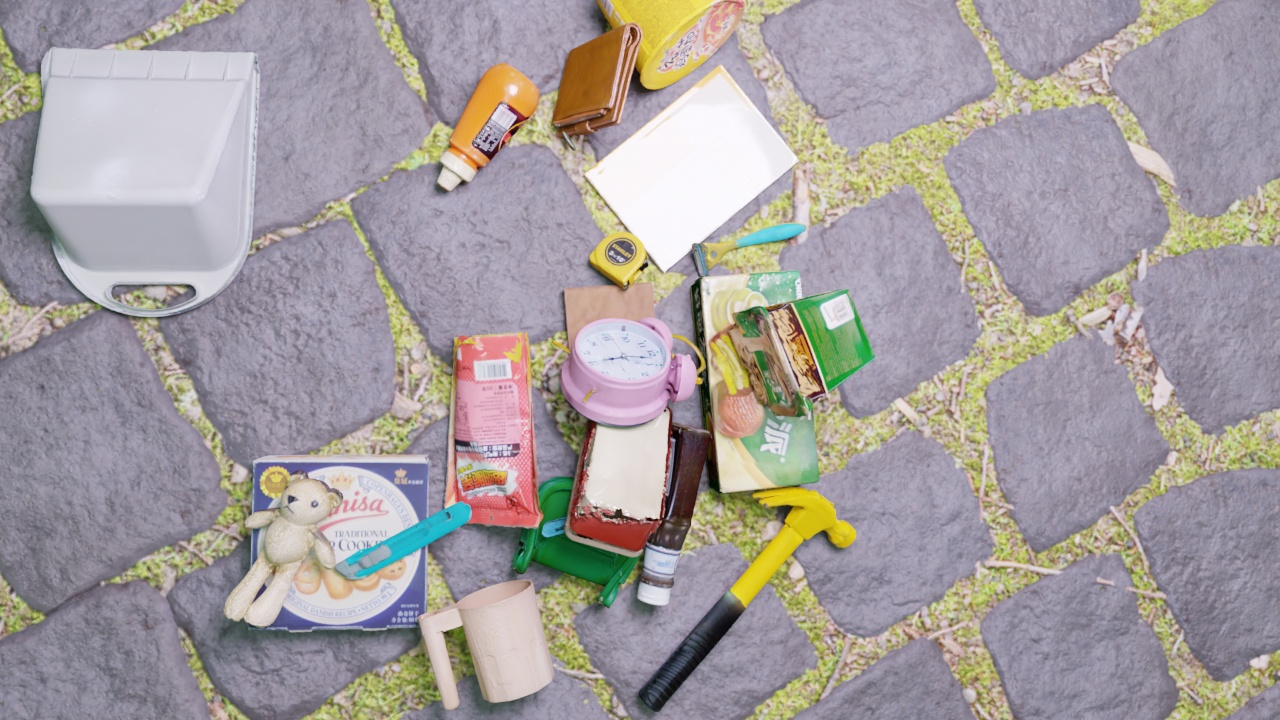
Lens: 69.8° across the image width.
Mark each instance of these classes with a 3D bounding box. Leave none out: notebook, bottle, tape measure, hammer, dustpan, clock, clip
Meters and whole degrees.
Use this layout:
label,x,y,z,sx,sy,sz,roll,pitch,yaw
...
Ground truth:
label,x,y,z,sx,sy,sz,roll,pitch,yaw
notebook,0.059,-0.219,1.047,0.206,0.010,0.146,-39,93,-6
bottle,0.033,0.167,0.998,0.044,0.080,0.195,12,89,-11
tape measure,-0.021,-0.113,1.022,0.060,0.029,0.057,36,77,20
hammer,0.106,0.264,1.015,0.129,0.033,0.300,41,89,-24
bottle,-0.173,-0.249,1.001,0.067,0.066,0.149,35,92,-4
dustpan,-0.523,-0.189,0.985,0.222,0.143,0.257,0,59,-6
clock,-0.006,0.006,0.966,0.158,0.060,0.117,-9,45,-26
clip,-0.075,0.170,0.950,0.057,0.047,0.014,-17,98,4

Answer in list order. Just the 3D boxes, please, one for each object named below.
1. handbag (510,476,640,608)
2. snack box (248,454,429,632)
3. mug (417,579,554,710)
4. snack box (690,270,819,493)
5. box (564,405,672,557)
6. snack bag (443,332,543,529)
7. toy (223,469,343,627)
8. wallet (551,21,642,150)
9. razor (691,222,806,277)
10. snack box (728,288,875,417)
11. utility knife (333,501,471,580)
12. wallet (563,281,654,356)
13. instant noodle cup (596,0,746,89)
label,x,y,z,sx,sy,sz,roll,pitch,yaw
handbag,-0.064,0.192,0.992,0.131,0.068,0.120,20,86,-5
snack box,-0.318,0.192,0.977,0.178,0.046,0.182,0,89,-7
mug,-0.161,0.301,0.969,0.124,0.084,0.103,-15,91,-16
snack box,0.125,0.023,1.020,0.114,0.063,0.240,-4,88,-9
box,-0.019,0.106,0.946,0.091,0.168,0.081,18,131,-9
snack bag,-0.159,0.074,0.978,0.129,0.073,0.208,-3,88,32
toy,-0.359,0.189,0.916,0.105,0.066,0.157,23,78,12
wallet,-0.052,-0.290,0.980,0.035,0.131,0.119,10,90,-32
razor,0.125,-0.134,1.042,0.132,0.028,0.043,-18,113,-3
snack box,0.169,-0.018,0.939,0.105,0.118,0.118,-25,94,-14
utility knife,-0.246,0.189,0.956,0.151,0.013,0.029,-27,96,-8
wallet,-0.032,-0.028,1.028,0.101,0.020,0.115,-5,92,-5
instant noodle cup,0.026,-0.381,0.993,0.138,0.138,0.110,-35,83,-6
